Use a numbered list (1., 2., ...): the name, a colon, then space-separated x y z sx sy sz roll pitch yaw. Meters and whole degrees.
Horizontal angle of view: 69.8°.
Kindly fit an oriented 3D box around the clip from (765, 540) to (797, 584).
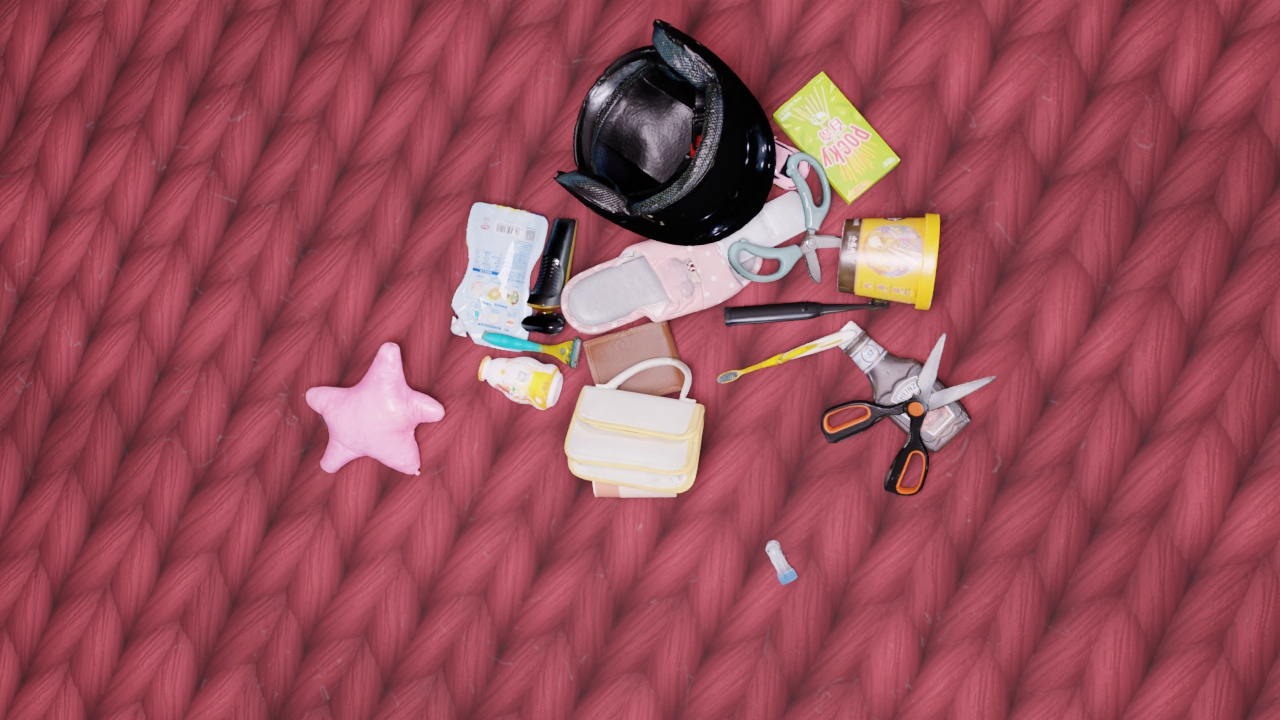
1. clip: 0.182 0.263 1.201 0.026 0.036 0.058 -29 89 8

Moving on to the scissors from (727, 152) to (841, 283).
1. scissors: 0.182 -0.173 1.170 0.169 0.019 0.171 -17 103 -19

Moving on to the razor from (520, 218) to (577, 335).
1. razor: -0.114 -0.114 1.231 0.062 0.067 0.167 7 80 28

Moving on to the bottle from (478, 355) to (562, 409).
1. bottle: -0.161 0.025 1.226 0.108 0.063 0.063 17 91 7

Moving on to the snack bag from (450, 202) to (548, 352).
1. snack bag: -0.193 -0.112 1.244 0.110 0.039 0.191 11 92 -10

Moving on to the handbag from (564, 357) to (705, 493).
1. handbag: -0.001 0.067 1.153 0.163 0.063 0.178 8 61 7

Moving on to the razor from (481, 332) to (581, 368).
1. razor: -0.147 -0.020 1.224 0.132 0.028 0.043 9 86 2

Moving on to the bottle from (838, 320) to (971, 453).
1. bottle: 0.328 0.028 1.173 0.195 0.044 0.080 45 101 7

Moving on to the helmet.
1. helmet: 0.033 -0.265 1.128 0.234 0.230 0.274 -53 40 13

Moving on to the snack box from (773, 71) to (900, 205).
1. snack box: 0.255 -0.289 1.197 0.086 0.026 0.156 -40 85 6

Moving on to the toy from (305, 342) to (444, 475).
1. toy: -0.362 0.089 1.249 0.195 0.074 0.178 -32 95 9

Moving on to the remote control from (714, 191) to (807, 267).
1. remote control: 0.159 -0.171 1.189 0.135 0.020 0.056 -28 86 -16

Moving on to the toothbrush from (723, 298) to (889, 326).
1. toothbrush: 0.216 -0.066 1.197 0.213 0.027 0.026 -5 57 7

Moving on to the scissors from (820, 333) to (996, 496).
1. scissors: 0.333 0.074 1.144 0.221 0.021 0.228 -6 108 28

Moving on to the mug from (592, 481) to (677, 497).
1. mug: -0.004 0.124 1.202 0.106 0.082 0.114 1 59 6

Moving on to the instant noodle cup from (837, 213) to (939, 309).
1. instant noodle cup: 0.309 -0.127 1.146 0.114 0.118 0.118 6 89 16

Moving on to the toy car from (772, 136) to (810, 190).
1. toy car: 0.163 -0.267 1.204 0.122 0.037 0.056 28 91 8

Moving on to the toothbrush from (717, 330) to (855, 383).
1. toothbrush: 0.186 -0.004 1.185 0.192 0.018 0.016 -20 91 20

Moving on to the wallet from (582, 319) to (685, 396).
1. wallet: -0.007 0.007 1.225 0.124 0.032 0.101 -17 90 7

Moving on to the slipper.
1. slipper: 0.029 -0.108 1.189 0.274 0.054 0.114 -18 85 -5
